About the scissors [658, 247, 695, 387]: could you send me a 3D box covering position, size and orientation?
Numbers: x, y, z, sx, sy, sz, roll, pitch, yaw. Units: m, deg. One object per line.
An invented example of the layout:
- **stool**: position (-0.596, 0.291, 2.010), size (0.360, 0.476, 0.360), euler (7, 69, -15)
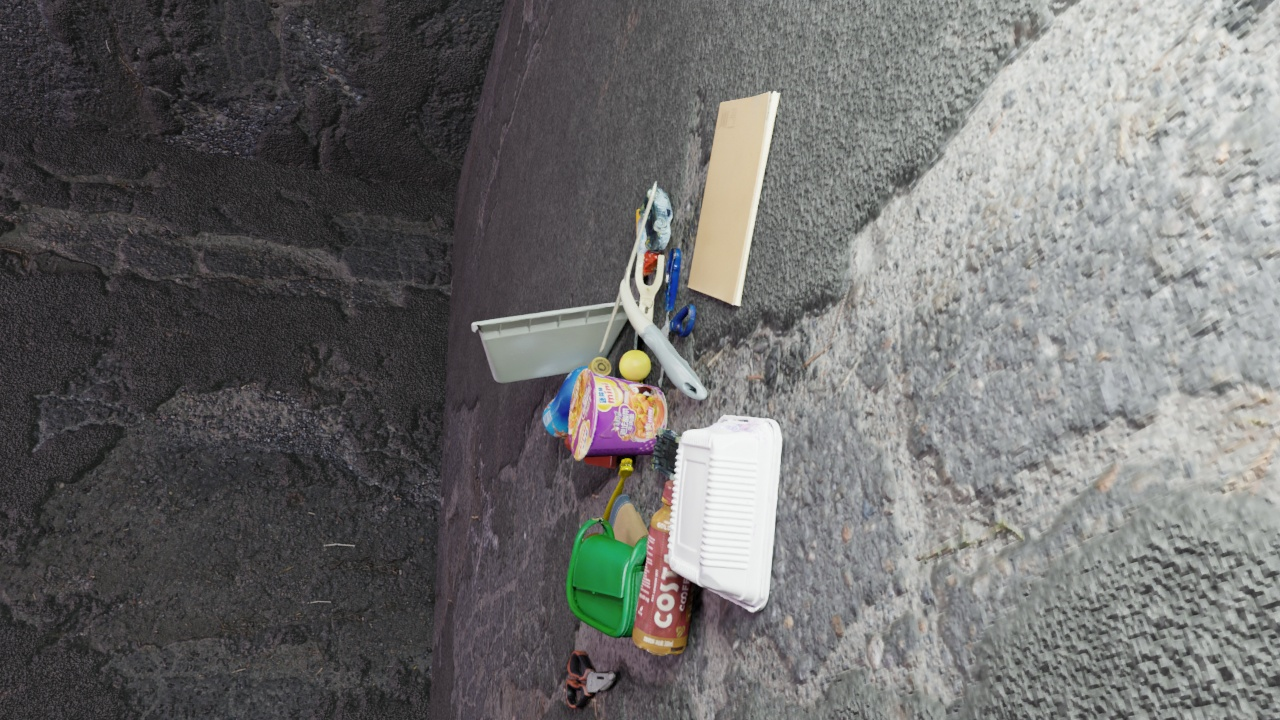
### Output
- **scissors**: position (0.037, -0.049, 1.092), size (0.162, 0.012, 0.176), euler (-153, 67, -74)

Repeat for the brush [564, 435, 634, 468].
- **brush**: position (-0.059, 0.112, 1.241), size (0.146, 0.069, 0.063), euler (167, 110, -71)

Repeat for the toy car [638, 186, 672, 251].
- **toy car**: position (0.022, -0.178, 1.157), size (0.043, 0.034, 0.090), euler (123, 147, -48)

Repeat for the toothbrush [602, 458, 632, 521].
- **toothbrush**: position (-0.031, 0.171, 1.175), size (0.190, 0.015, 0.016), euler (108, 167, -58)

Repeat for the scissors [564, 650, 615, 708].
- **scissors**: position (-0.068, 0.421, 1.248), size (0.176, 0.015, 0.211), euler (-108, 31, -54)

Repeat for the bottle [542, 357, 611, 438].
- **bottle**: position (-0.090, 0.052, 1.366), size (0.219, 0.065, 0.065), euler (129, 144, -58)

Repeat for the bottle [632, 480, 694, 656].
- **bottle**: position (0.032, 0.213, 0.949), size (0.057, 0.057, 0.175), euler (-151, 68, -71)

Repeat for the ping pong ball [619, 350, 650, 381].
- **ping pong ball**: position (-0.007, 0.007, 1.166), size (0.040, 0.040, 0.040), euler (-174, 91, -72)

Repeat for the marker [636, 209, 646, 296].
- **marker**: position (0.003, -0.145, 1.236), size (0.018, 0.015, 0.123), euler (149, 123, -65)

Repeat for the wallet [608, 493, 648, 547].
- **wallet**: position (-0.011, 0.229, 1.120), size (0.115, 0.033, 0.090), euler (-124, 41, -62)

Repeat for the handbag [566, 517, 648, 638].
- **handbag**: position (-0.023, 0.246, 1.038), size (0.131, 0.067, 0.120), euler (8, 94, 55)

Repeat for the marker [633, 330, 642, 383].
- **marker**: position (-0.002, -0.010, 1.205), size (0.018, 0.015, 0.124), euler (131, 145, -67)

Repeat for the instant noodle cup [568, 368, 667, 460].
- **instant noodle cup**: position (-0.026, 0.069, 1.111), size (0.112, 0.099, 0.111), euler (-175, 91, -73)

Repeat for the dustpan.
- **dustpan**: position (-0.140, -0.065, 1.327), size (0.258, 0.222, 0.142), euler (108, 149, -62)

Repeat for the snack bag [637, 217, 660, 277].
- **snack bag**: position (0.010, -0.161, 1.196), size (0.045, 0.026, 0.105), euler (134, 139, -54)

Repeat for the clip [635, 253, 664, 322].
- **clip**: position (0.010, -0.082, 1.147), size (0.076, 0.035, 0.100), euler (58, -145, -88)

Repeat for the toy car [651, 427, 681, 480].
- **toy car**: position (0.039, 0.104, 1.008), size (0.106, 0.031, 0.049), euler (-164, 81, -73)

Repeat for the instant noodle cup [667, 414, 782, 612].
- **instant noodle cup**: position (0.071, 0.136, 0.858), size (0.138, 0.060, 0.173), euler (176, 102, -72)

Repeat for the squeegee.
- **squeegee**: position (0.011, -0.037, 1.049), size (0.246, 0.039, 0.247), euler (61, 141, 44)

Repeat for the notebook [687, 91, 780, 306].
- **notebook**: position (0.093, -0.173, 0.975), size (0.149, 0.012, 0.211), euler (-142, 61, -70)
